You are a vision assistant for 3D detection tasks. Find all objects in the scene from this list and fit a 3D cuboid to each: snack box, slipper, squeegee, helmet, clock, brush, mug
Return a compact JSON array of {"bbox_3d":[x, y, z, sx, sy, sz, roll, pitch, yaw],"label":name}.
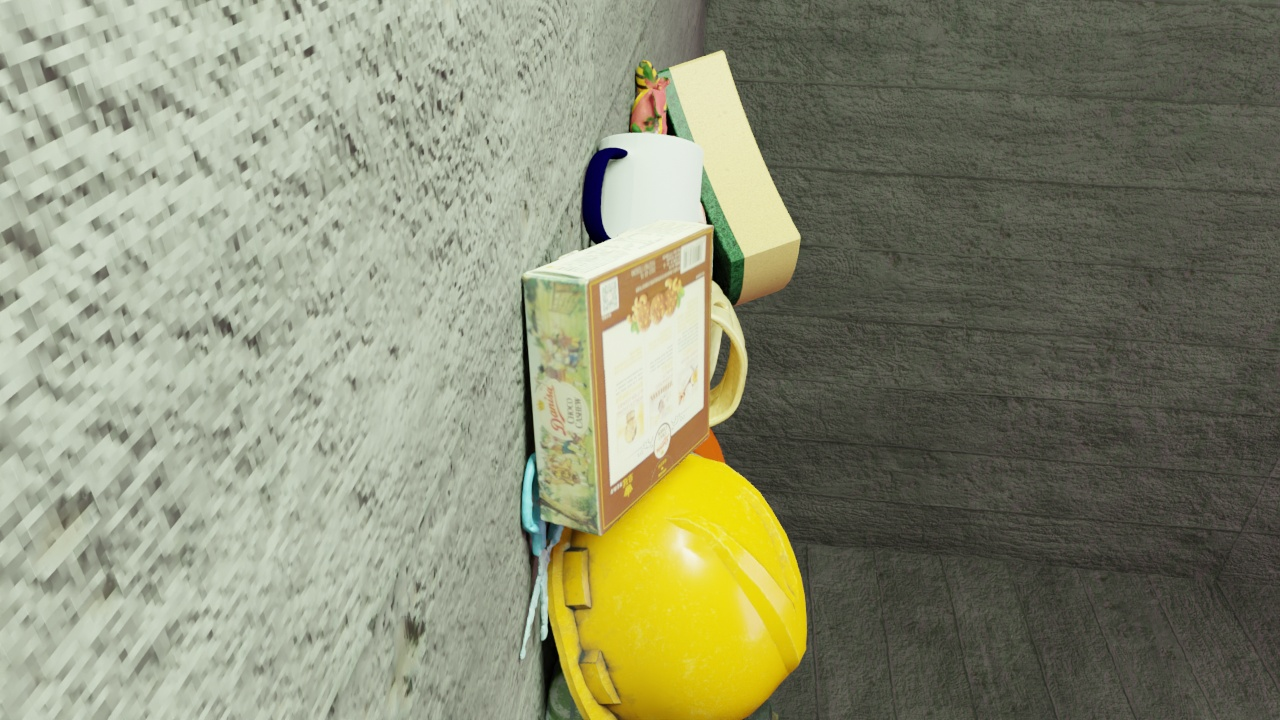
[{"bbox_3d":[-0.006,0.004,0.531,0.142,0.041,0.147,-34,128,-54],"label":"snack box"},{"bbox_3d":[0.041,0.001,0.702,0.260,0.079,0.111,-25,125,-66],"label":"slipper"},{"bbox_3d":[0.050,0.080,1.091,0.184,0.055,0.250,57,-11,22],"label":"squeegee"},{"bbox_3d":[0.047,0.171,0.646,0.204,0.132,0.255,-44,122,-56],"label":"helmet"},{"bbox_3d":[-0.044,0.258,0.669,0.119,0.042,0.094,-50,144,-81],"label":"clock"},{"bbox_3d":[0.086,-0.190,1.021,0.195,0.075,0.250,92,-21,-78],"label":"brush"},{"bbox_3d":[-0.005,-0.112,0.669,0.111,0.079,0.097,7,87,-57],"label":"mug"}]

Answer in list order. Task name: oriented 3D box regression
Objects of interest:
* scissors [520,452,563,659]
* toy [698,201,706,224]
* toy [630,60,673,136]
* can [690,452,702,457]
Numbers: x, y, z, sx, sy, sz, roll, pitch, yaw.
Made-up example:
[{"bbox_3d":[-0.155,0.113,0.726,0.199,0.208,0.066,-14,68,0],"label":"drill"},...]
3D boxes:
[{"bbox_3d":[-0.055,0.105,0.556,0.119,0.015,0.139,-57,156,-62],"label":"scissors"},{"bbox_3d":[0.024,-0.087,0.936,0.142,0.084,0.213,38,58,-85],"label":"toy"},{"bbox_3d":[0.011,-0.240,0.890,0.084,0.046,0.103,63,24,-55],"label":"toy"},{"bbox_3d":[0.033,0.168,1.008,0.073,0.128,0.127,85,10,-52],"label":"can"}]
